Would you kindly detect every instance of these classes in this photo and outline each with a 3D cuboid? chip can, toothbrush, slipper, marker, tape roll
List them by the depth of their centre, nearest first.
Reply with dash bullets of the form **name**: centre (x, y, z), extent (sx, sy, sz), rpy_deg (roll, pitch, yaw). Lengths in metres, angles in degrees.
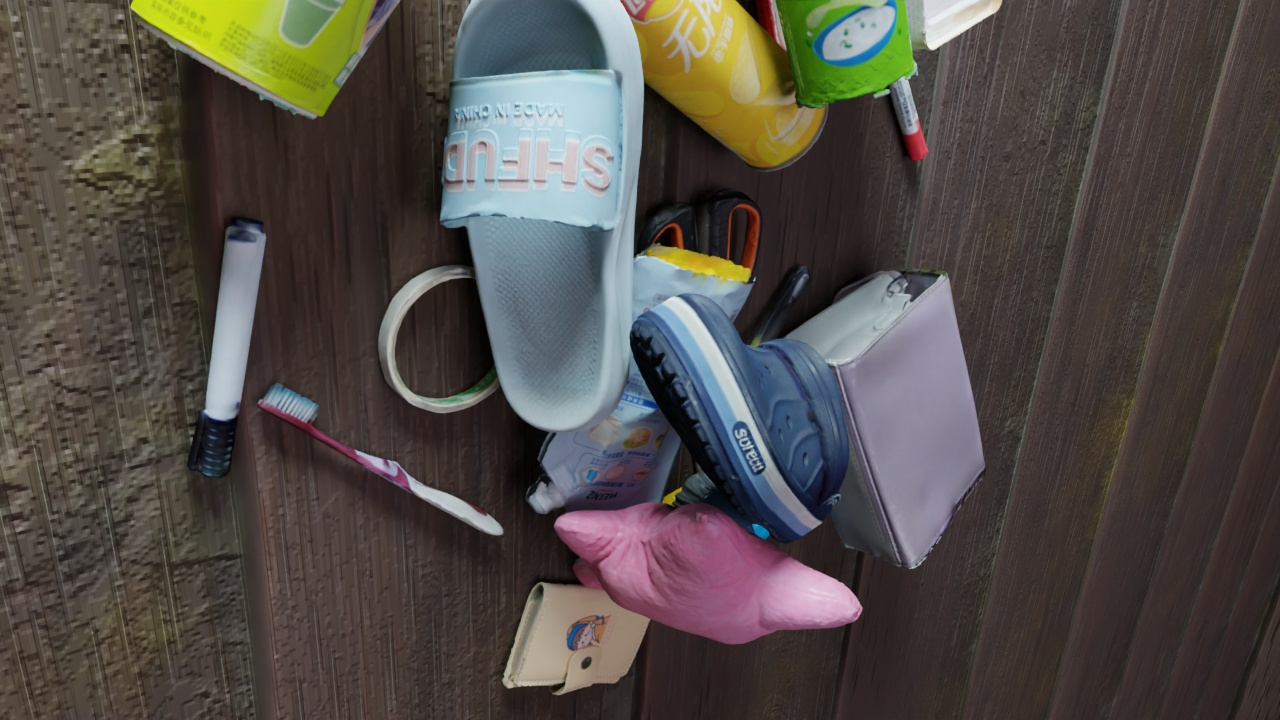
- **marker**: centre (-0.201, -0.005, 0.445), extent (0.022, 0.018, 0.131), rpy_deg (-2, 110, -48)
- **chip can**: centre (0.087, -0.250, 0.465), extent (0.072, 0.072, 0.236), rpy_deg (-37, 126, -23)
- **slipper**: centre (-0.056, -0.070, 0.469), extent (0.074, 0.104, 0.246), rpy_deg (-37, 131, -55)
- **chip can**: centre (0.024, -0.185, 0.523), extent (0.213, 0.072, 0.072), rpy_deg (26, 91, -44)
- **tape roll**: centre (-0.107, -0.012, 0.526), extent (0.085, 0.014, 0.086), rpy_deg (-18, 119, -35)
- **toothbrush**: centre (-0.140, 0.063, 0.530), extent (0.187, 0.016, 0.017), rpy_deg (42, 70, -43)
- **slipper**: centre (0.079, 0.040, 0.542), extent (0.095, 0.105, 0.253), rpy_deg (-38, 147, 0)
- **marker**: centre (0.196, -0.213, 0.698), extent (0.017, 0.017, 0.145), rpy_deg (-47, 132, -16)

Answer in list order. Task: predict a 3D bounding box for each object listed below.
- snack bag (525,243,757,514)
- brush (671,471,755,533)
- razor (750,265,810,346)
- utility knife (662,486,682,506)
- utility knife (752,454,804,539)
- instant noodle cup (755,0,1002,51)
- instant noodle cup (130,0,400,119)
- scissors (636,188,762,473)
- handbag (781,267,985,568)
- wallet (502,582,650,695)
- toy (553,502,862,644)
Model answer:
- **snack bag**: centre (0.000, 0.022, 0.571), extent (0.110, 0.039, 0.191), rpy_deg (0, 123, -46)
- **brush**: centre (0.065, 0.148, 0.683), extent (0.055, 0.073, 0.144), rpy_deg (-32, 133, -24)
- **razor**: centre (0.093, -0.014, 0.682), extent (0.042, 0.022, 0.142), rpy_deg (47, 61, -39)
- **utility knife**: centre (0.034, 0.110, 0.698), extent (0.156, 0.015, 0.033), rpy_deg (-24, 138, -30)
- **utility knife**: centre (0.110, 0.126, 0.773), extent (0.224, 0.018, 0.034), rpy_deg (-44, 125, -19)
- **instant noodle cup**: centre (0.147, -0.244, 0.567), extent (0.116, 0.124, 0.117), rpy_deg (-35, 127, -25)
- **instant noodle cup**: centre (-0.139, -0.170, 0.370), extent (0.111, 0.112, 0.123), rpy_deg (24, 99, -44)
- **scissors**: centre (0.032, -0.008, 0.650), extent (0.152, 0.022, 0.235), rpy_deg (2, 113, -37)
- **handbag**: centre (0.201, 0.042, 0.743), extent (0.144, 0.098, 0.197), rpy_deg (-33, 116, -23)
- **wallet**: centre (-0.042, 0.205, 0.673), extent (0.115, 0.024, 0.087), rpy_deg (14, 100, -45)
- **toy**: centre (0.042, 0.133, 0.580), extent (0.179, 0.195, 0.074), rpy_deg (91, 15, -62)
